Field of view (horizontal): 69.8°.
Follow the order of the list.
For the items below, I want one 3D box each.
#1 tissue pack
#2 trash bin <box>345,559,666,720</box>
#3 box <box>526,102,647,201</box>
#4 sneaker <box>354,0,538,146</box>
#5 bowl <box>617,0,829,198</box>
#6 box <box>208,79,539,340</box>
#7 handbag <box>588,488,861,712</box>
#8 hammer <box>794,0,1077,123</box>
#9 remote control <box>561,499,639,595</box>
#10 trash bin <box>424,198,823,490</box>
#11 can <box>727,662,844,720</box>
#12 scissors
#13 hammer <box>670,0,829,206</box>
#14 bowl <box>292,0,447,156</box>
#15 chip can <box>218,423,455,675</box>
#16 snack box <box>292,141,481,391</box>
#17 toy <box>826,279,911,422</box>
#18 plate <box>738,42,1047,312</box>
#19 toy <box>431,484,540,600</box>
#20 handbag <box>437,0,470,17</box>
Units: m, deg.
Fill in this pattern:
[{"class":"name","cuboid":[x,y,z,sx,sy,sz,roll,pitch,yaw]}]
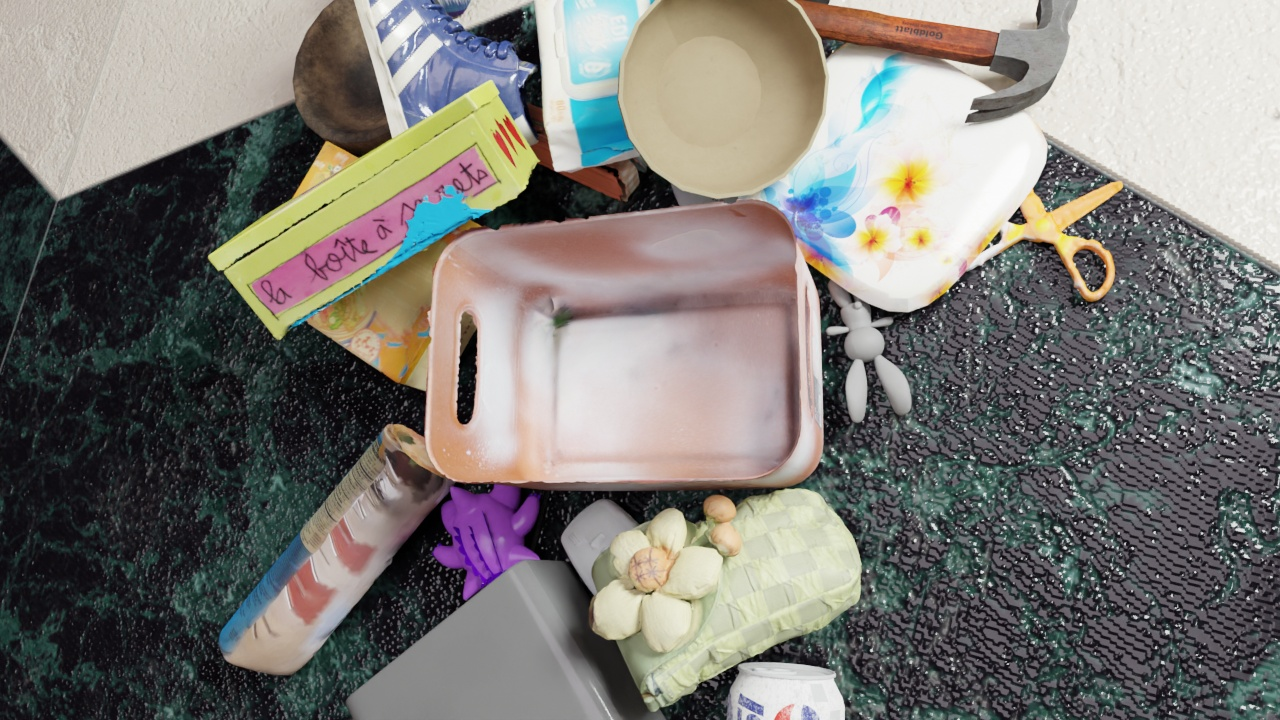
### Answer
[{"class":"tissue pack","cuboid":[-0.025,-0.241,0.747,0.117,0.066,0.209,-10,63,4]},{"class":"trash bin","cuboid":[-0.079,0.288,0.663,0.192,0.097,0.219,-39,68,8]},{"class":"box","cuboid":[-0.080,-0.187,0.793,0.187,0.060,0.058,27,121,23]},{"class":"sneaker","cuboid":[-0.152,-0.267,0.734,0.118,0.091,0.233,-11,96,3]},{"class":"bowl","cuboid":[0.055,-0.195,0.664,0.152,0.050,0.152,-2,103,-10]},{"class":"box","cuboid":[-0.188,-0.116,0.677,0.221,0.124,0.082,-30,110,13]},{"class":"handbag","cuboid":[0.053,0.139,0.613,0.186,0.117,0.113,-24,45,-6]},{"class":"hammer","cuboid":[0.158,-0.249,0.683,0.301,0.028,0.111,15,73,12]},{"class":"remote control","cuboid":[-0.011,0.160,0.700,0.060,0.028,0.114,-45,68,4]},{"class":"trash bin","cuboid":[-0.004,0.004,0.664,0.260,0.157,0.181,-4,78,18]},{"class":"can","cuboid":[0.096,0.276,0.611,0.078,0.078,0.136,-1,78,19]},{"class":"scissors","cuboid":[0.286,-0.092,0.657,0.130,0.011,0.125,-23,67,11]},{"class":"hammer","cuboid":[0.119,-0.250,0.744,0.127,0.029,0.323,21,85,22]},{"class":"bowl","cuboid":[-0.232,-0.260,0.846,0.162,0.070,0.162,-4,77,19]},{"class":"chip can","cuboid":[-0.250,0.162,0.762,0.080,0.079,0.229,41,94,22]},{"class":"snack box","cuboid":[-0.222,-0.078,0.798,0.195,0.080,0.145,30,89,22]},{"class":"toy","cuboid":[0.164,-0.012,0.675,0.049,0.030,0.111,-10,70,2]},{"class":"plate","cuboid":[0.183,-0.146,0.679,0.187,0.016,0.187,39,88,17]},{"class":"toy","cuboid":[-0.123,0.138,0.730,0.106,0.056,0.088,-29,69,12]},{"class":"handbag","cuboid":[-0.226,-0.379,0.815,0.145,0.170,0.068,4,80,20]}]
